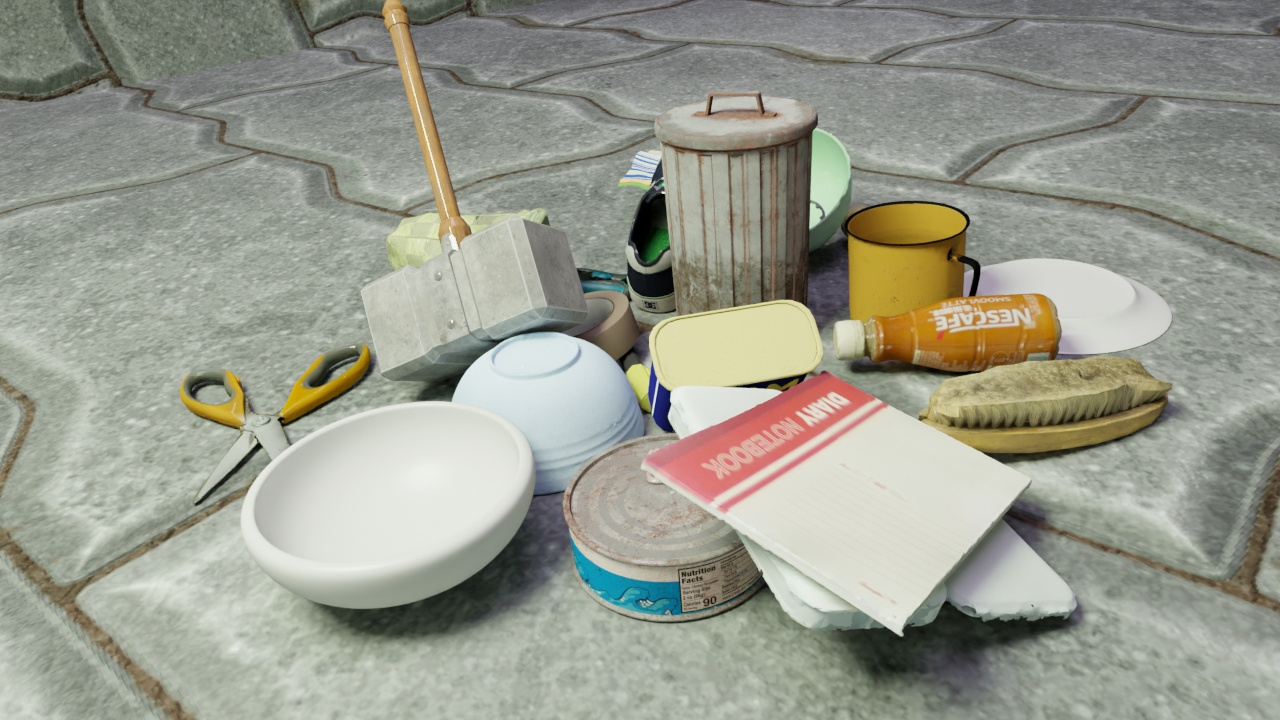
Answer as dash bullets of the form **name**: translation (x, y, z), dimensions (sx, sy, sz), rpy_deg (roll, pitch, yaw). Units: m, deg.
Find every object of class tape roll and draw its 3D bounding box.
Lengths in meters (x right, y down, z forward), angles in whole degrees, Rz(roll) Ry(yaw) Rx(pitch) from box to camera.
- **tape roll**: translation (-0.050, -0.024, 0.794), dimensions (0.094, 0.030, 0.093), rpy_deg (-16, 28, 9)

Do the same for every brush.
- **brush**: translation (0.284, 0.029, 0.637), dimensions (0.195, 0.043, 0.059), rpy_deg (-5, 30, -14)

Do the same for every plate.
- **plate**: translation (0.367, -0.058, 0.818), dimensions (0.188, 0.016, 0.188), rpy_deg (-4, 29, 2)

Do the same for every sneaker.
- **sneaker**: translation (0.040, -0.163, 0.904), dimensions (0.084, 0.079, 0.234), rpy_deg (8, 56, 15)

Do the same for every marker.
- **marker**: translation (-0.005, 0.004, 0.767), dimensions (0.021, 0.017, 0.123), rpy_deg (-50, 28, 11)

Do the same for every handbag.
- **handbag**: translation (-0.157, -0.075, 0.862), dimensions (0.187, 0.113, 0.116), rpy_deg (2, 43, 20)

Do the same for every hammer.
- **hammer**: translation (-0.168, -0.157, 0.758), dimensions (0.163, 0.317, 0.082), rpy_deg (-21, -10, 24)

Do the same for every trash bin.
- **trash bin**: translation (0.083, -0.121, 0.779), dimensions (0.131, 0.211, 0.130), rpy_deg (-4, 29, 2)

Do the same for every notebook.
- **notebook**: translation (0.119, 0.064, 0.517), dimensions (0.153, 0.012, 0.208), rpy_deg (30, 29, 28)

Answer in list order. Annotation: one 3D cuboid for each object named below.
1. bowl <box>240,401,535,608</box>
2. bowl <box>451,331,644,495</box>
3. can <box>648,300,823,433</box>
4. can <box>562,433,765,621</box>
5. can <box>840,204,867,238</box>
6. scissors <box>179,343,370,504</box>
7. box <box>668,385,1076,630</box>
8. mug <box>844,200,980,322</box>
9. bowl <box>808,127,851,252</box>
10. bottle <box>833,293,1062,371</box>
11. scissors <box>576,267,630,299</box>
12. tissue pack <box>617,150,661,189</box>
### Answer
- **bowl**: translation (-0.151, 0.098, 0.576), dimensions (0.176, 0.066, 0.176), rpy_deg (-4, 29, 2)
- **bowl**: translation (-0.075, 0.026, 0.684), dimensions (0.150, 0.075, 0.150), rpy_deg (-5, 29, 3)
- **can**: translation (0.063, 0.008, 0.662), dimensions (0.116, 0.092, 0.056), rpy_deg (-9, 67, -7)
- **can**: translation (0.019, 0.099, 0.567), dimensions (0.130, 0.044, 0.129), rpy_deg (-4, 29, 2)
- **can**: translation (0.237, -0.132, 0.953), dimensions (0.038, 0.038, 0.079), rpy_deg (-8, 29, -4)
- **scissors**: translation (-0.319, 0.043, 0.759), dimensions (0.217, 0.016, 0.224), rpy_deg (4, 32, 15)
- **box**: translation (0.128, 0.078, 0.541), dimensions (0.189, 0.037, 0.208), rpy_deg (3, 29, -19)
- **mug**: translation (0.236, -0.072, 0.785), dimensions (0.100, 0.094, 0.124), rpy_deg (-24, 32, -27)
- **bowl**: translation (0.155, -0.164, 0.962), dimensions (0.151, 0.077, 0.150), rpy_deg (-13, 57, 22)
- **bottle**: translation (0.239, -0.020, 0.727), dimensions (0.167, 0.059, 0.059), rpy_deg (-3, 29, 5)
- **scissors**: translation (-0.034, -0.079, 0.926), dimensions (0.126, 0.019, 0.144), rpy_deg (-20, 34, -25)
- **tissue pack**: translation (0.055, -0.233, 1.098), dimensions (0.141, 0.120, 0.197), rpy_deg (5, 25, 16)
